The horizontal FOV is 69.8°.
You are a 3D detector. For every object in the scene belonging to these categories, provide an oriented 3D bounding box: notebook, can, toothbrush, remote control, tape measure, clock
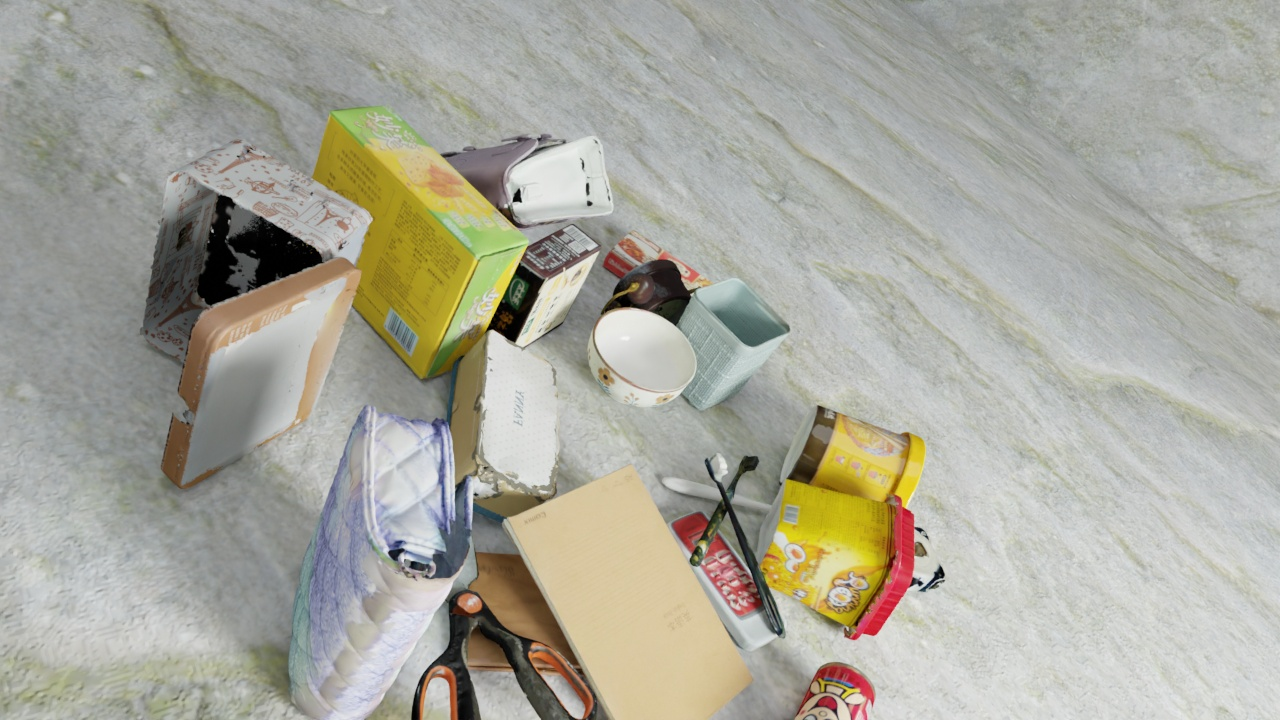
[{"bbox_3d":[-0.005,0.196,0.737,0.149,0.012,0.211,-18,74,-48],"label":"notebook"},{"bbox_3d":[0.144,0.304,0.728,0.053,0.053,0.132,38,38,8],"label":"can"},{"bbox_3d":[0.082,0.138,0.872,0.185,0.017,0.012,-48,125,-58],"label":"toothbrush"},{"bbox_3d":[0.103,0.143,0.913,0.180,0.016,0.016,17,36,-15],"label":"toothbrush"},{"bbox_3d":[0.096,0.165,0.834,0.015,0.018,0.181,11,50,-45],"label":"toothbrush"},{"bbox_3d":[0.075,0.196,0.828,0.055,0.020,0.136,-12,55,-43],"label":"remote control"},{"bbox_3d":[0.274,0.204,0.947,0.066,0.034,0.065,10,41,-27],"label":"tape measure"},{"bbox_3d":[0.006,-0.067,1.024,0.121,0.082,0.055,-6,57,-42],"label":"clock"}]

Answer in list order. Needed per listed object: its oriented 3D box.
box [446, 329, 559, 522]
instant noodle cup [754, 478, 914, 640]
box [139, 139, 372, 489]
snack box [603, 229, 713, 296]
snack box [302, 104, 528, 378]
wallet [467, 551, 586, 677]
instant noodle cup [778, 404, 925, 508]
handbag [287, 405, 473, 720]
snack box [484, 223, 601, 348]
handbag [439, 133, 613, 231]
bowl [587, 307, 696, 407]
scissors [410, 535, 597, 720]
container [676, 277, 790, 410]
[{"bbox_3d":[-0.121,0.052,0.806,0.089,0.060,0.184,32,31,-27],"label":"box"},{"bbox_3d":[0.177,0.178,0.854,0.123,0.116,0.115,19,37,2],"label":"instant noodle cup"},{"bbox_3d":[-0.309,-0.027,0.682,0.156,0.184,0.192,30,34,-2],"label":"box"},{"bbox_3d":[0.034,-0.097,1.121,0.153,0.026,0.075,35,38,4],"label":"snack box"},{"bbox_3d":[-0.218,-0.111,0.851,0.210,0.158,0.069,44,37,16],"label":"snack box"},{"bbox_3d":[-0.090,0.196,0.716,0.115,0.020,0.101,10,41,-23],"label":"wallet"},{"bbox_3d":[0.214,0.111,0.948,0.114,0.119,0.118,24,37,3],"label":"instant noodle cup"},{"bbox_3d":[-0.168,0.130,0.588,0.075,0.194,0.134,13,42,-25],"label":"handbag"},{"bbox_3d":[-0.103,-0.064,0.915,0.053,0.113,0.125,39,37,11],"label":"snack box"},{"bbox_3d":[-0.150,-0.175,0.944,0.197,0.098,0.144,2,24,41],"label":"handbag"},{"bbox_3d":[-0.006,0.006,0.946,0.113,0.062,0.113,15,45,-16],"label":"bowl"},{"bbox_3d":[-0.124,0.196,0.661,0.222,0.022,0.210,33,33,11],"label":"scissors"},{"bbox_3d":[0.085,-0.015,0.994,0.089,0.112,0.090,-22,62,-46],"label":"container"}]
